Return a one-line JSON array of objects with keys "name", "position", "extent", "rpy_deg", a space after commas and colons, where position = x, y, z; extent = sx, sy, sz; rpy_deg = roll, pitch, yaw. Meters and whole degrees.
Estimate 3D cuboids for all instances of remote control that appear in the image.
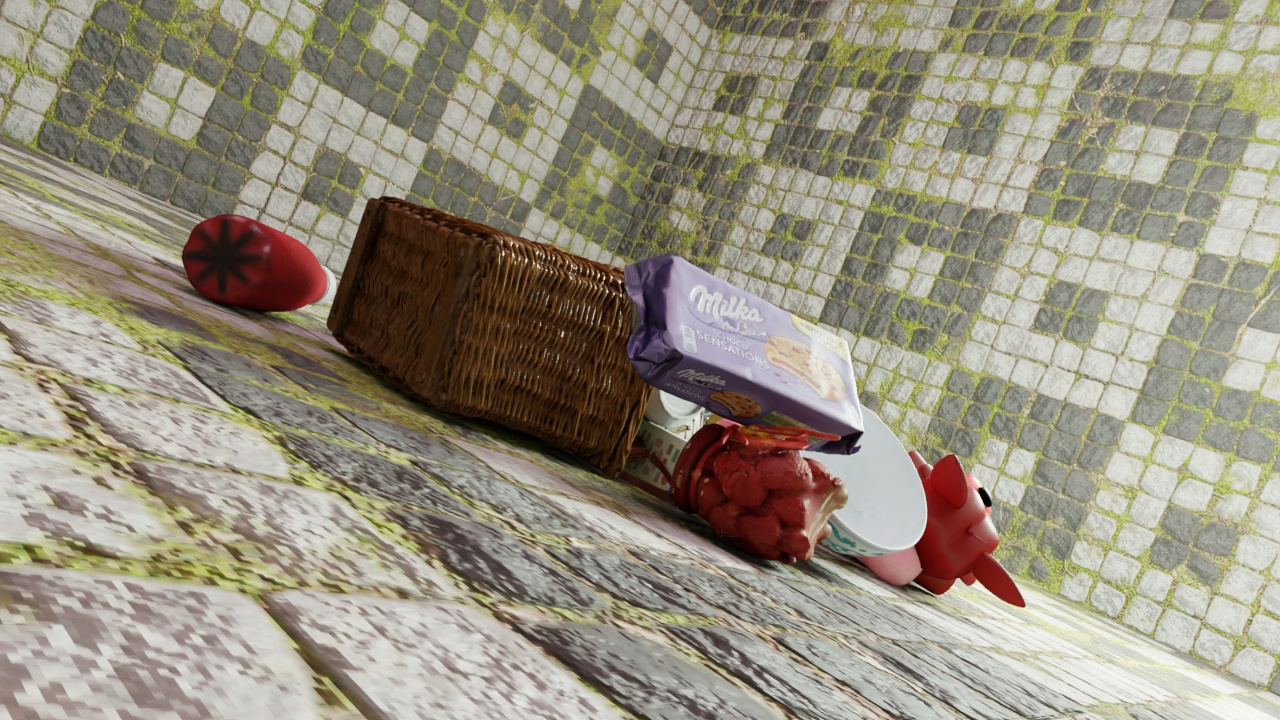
[{"name": "remote control", "position": [0.021, 0.087, 0.785], "extent": [0.024, 0.049, 0.143], "rpy_deg": [25, -2, -30]}]

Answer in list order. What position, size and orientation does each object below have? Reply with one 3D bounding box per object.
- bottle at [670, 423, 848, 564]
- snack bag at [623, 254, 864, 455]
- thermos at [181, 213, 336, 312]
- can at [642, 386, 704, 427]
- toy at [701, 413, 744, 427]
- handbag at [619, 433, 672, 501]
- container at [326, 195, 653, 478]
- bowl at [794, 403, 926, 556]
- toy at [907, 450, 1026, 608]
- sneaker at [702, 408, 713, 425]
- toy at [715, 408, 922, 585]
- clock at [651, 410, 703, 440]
[{"name": "bottle", "position": [0.086, 0.089, 0.650], "extent": [0.111, 0.099, 0.099], "rpy_deg": [23, -1, 33]}, {"name": "snack bag", "position": [0.075, 0.000, 0.682], "extent": [0.205, 0.096, 0.059], "rpy_deg": [23, -44, -24]}, {"name": "thermos", "position": [-0.333, -0.080, 0.843], "extent": [0.073, 0.073, 0.240], "rpy_deg": [24, -1, -2]}, {"name": "can", "position": [-0.005, 0.005, 0.818], "extent": [0.087, 0.087, 0.140], "rpy_deg": [24, -7, -42]}, {"name": "toy", "position": [0.152, 0.104, 1.039], "extent": [0.203, 0.199, 0.162], "rpy_deg": [-1, 35, -42]}, {"name": "handbag", "position": [-0.004, 0.086, 0.759], "extent": [0.055, 0.029, 0.120], "rpy_deg": [-10, 25, -29]}, {"name": "container", "position": [-0.126, -0.032, 0.752], "extent": [0.183, 0.162, 0.250], "rpy_deg": [17, 4, -43]}, {"name": "bowl", "position": [0.161, 0.107, 0.772], "extent": [0.144, 0.074, 0.143], "rpy_deg": [23, 45, -25]}, {"name": "toy", "position": [0.288, 0.158, 0.910], "extent": [0.158, 0.120, 0.197], "rpy_deg": [67, -18, -2]}, {"name": "sneaker", "position": [0.041, 0.080, 1.095], "extent": [0.089, 0.090, 0.242], "rpy_deg": [24, 0, 20]}, {"name": "toy", "position": [0.176, 0.118, 0.878], "extent": [0.236, 0.193, 0.096], "rpy_deg": [44, 49, 14]}, {"name": "clock", "position": [-0.012, 0.056, 0.926], "extent": [0.155, 0.065, 0.114], "rpy_deg": [4, -8, 20]}]
